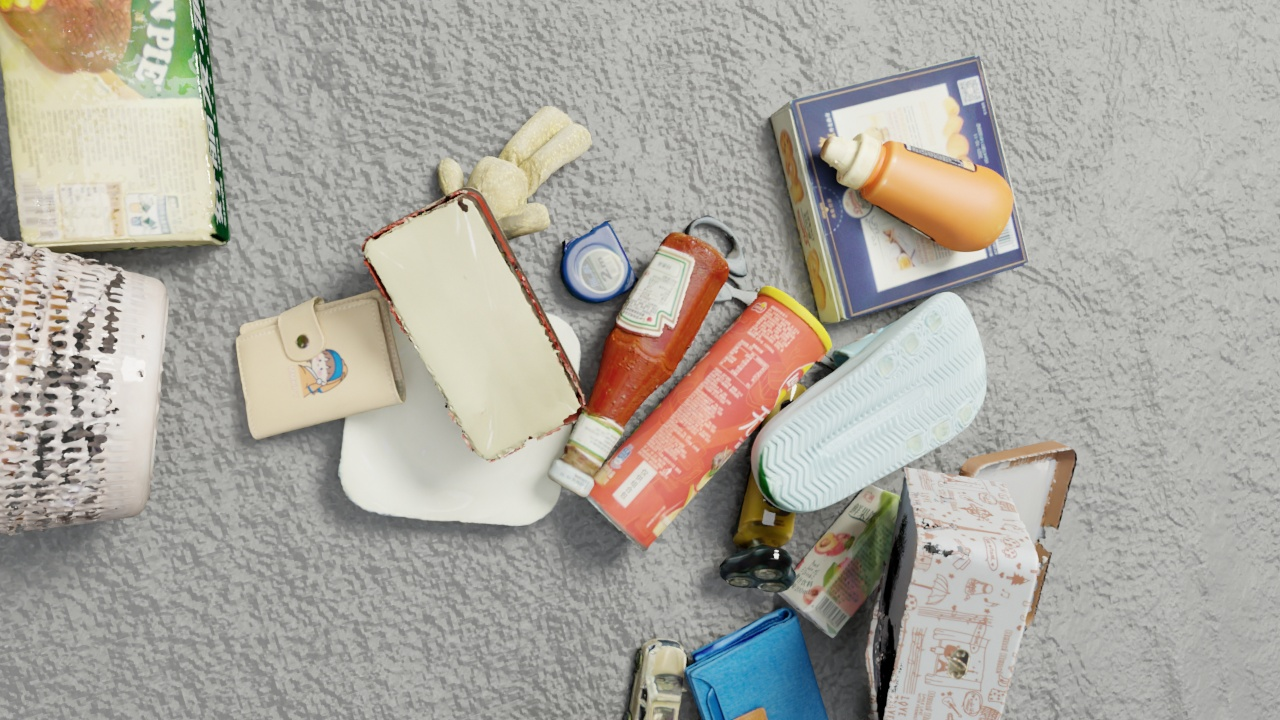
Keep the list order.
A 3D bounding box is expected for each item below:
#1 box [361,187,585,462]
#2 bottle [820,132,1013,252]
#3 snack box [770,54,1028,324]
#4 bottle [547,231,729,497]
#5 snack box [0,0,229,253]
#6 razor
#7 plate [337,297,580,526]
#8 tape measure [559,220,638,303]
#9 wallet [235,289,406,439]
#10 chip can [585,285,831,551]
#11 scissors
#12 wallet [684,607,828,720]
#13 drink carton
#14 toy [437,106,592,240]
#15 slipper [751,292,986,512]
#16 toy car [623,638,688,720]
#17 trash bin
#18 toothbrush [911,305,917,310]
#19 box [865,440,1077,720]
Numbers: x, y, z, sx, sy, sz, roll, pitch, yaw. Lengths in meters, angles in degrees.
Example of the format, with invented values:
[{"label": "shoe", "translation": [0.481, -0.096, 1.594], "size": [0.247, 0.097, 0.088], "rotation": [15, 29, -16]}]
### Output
[{"label": "box", "translation": [-0.109, -0.022, 0.607], "size": [0.091, 0.079, 0.168], "rotation": [-27, 104, 0]}, {"label": "bottle", "translation": [0.207, -0.135, 0.702], "size": [0.149, 0.067, 0.066], "rotation": [21, 86, -8]}, {"label": "snack box", "translation": [0.215, -0.141, 0.757], "size": [0.182, 0.046, 0.178], "rotation": [-17, 96, -14]}, {"label": "bottle", "translation": [-0.004, 0.004, 0.678], "size": [0.059, 0.060, 0.206], "rotation": [31, 81, -14]}, {"label": "snack box", "translation": [-0.345, -0.192, 0.599], "size": [0.114, 0.063, 0.240], "rotation": [-6, 93, -15]}, {"label": "razor", "translation": [0.107, 0.100, 0.730], "size": [0.062, 0.068, 0.167], "rotation": [13, 82, -10]}, {"label": "plate", "translation": [-0.132, 0.036, 0.677], "size": [0.163, 0.034, 0.164], "rotation": [9, 89, -15]}, {"label": "tape measure", "translation": [-0.035, -0.071, 0.704], "size": [0.054, 0.025, 0.058], "rotation": [-28, 94, -10]}, {"label": "wallet", "translation": [-0.224, 0.000, 0.635], "size": [0.115, 0.024, 0.087], "rotation": [-14, 83, 13]}, {"label": "chip can", "translation": [0.051, 0.044, 0.700], "size": [0.073, 0.073, 0.216], "rotation": [44, 84, -12]}, {"label": "scissors", "translation": [0.101, -0.054, 0.746], "size": [0.174, 0.014, 0.136], "rotation": [1, 93, -15]}, {"label": "wallet", "translation": [0.097, 0.278, 0.738], "size": [0.106, 0.040, 0.133], "rotation": [-22, 105, -17]}, {"label": "drink carton", "translation": [0.174, 0.163, 0.752], "size": [0.045, 0.053, 0.122], "rotation": [45, 81, -14]}, {"label": "toy", "translation": [-0.098, -0.122, 0.673], "size": [0.105, 0.066, 0.157], "rotation": [35, 77, 20]}, {"label": "slipper", "translation": [0.181, 0.036, 0.726], "size": [0.245, 0.074, 0.104], "rotation": [-31, 101, -22]}, {"label": "toy car", "translation": [0.014, 0.266, 0.723], "size": [0.042, 0.035, 0.090], "rotation": [11, 86, -17]}, {"label": "trash bin", "translation": [-0.387, 0.015, 0.532], "size": [0.192, 0.228, 0.227], "rotation": [5, 90, -27]}, {"label": "toothbrush", "translation": [0.194, 0.036, 0.776], "size": [0.014, 0.016, 0.189], "rotation": [29, 82, -5]}, {"label": "box", "translation": [0.251, 0.169, 0.705], "size": [0.272, 0.126, 0.179], "rotation": [-20, 121, -53]}]
